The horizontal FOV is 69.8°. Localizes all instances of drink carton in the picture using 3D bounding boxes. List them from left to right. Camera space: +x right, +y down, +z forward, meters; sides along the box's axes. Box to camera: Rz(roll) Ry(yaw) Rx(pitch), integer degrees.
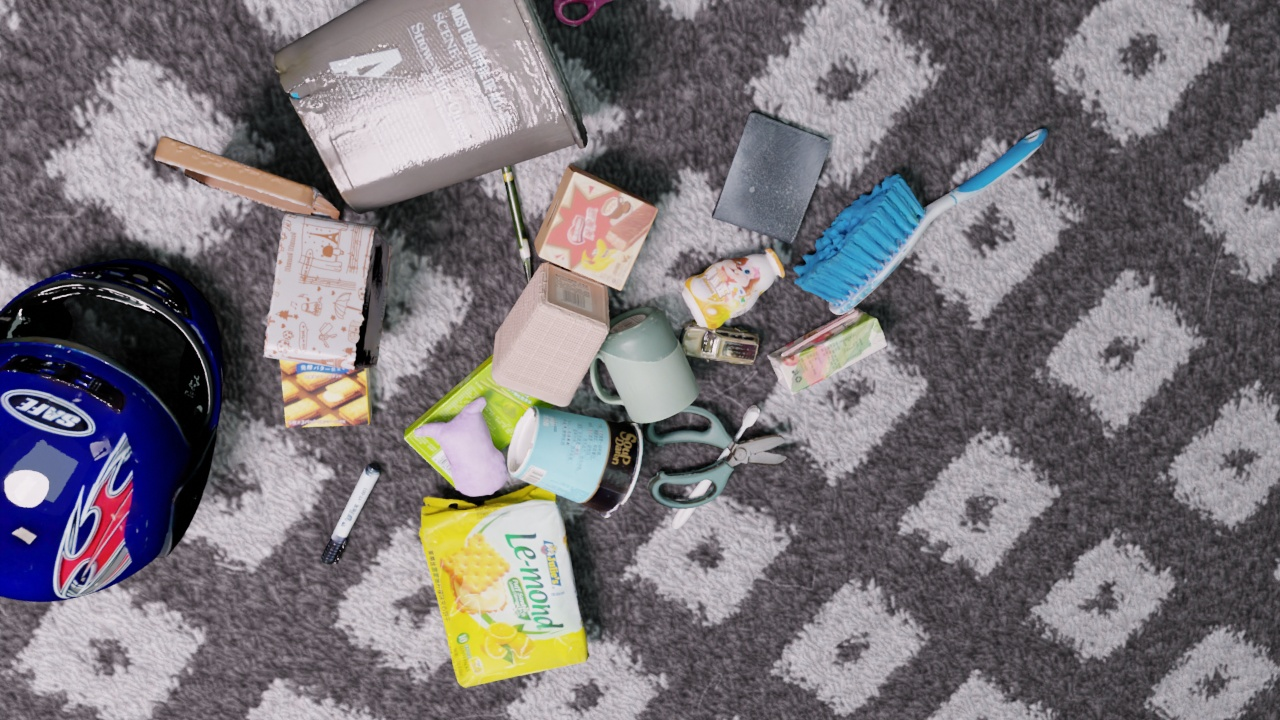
[{"bbox_3d":[0.210,-0.013,1.039,0.122,0.053,0.045,-28,109,0],"label":"drink carton"}]

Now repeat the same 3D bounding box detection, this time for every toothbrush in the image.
[{"bbox_3d":[-0.121,-0.125,0.972,0.017,0.012,0.186,-15,109,-11],"label":"toothbrush"},{"bbox_3d":[0.088,0.127,1.086,0.016,0.016,0.180,31,103,-7],"label":"toothbrush"}]

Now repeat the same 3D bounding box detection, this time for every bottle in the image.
[{"bbox_3d":[0.101,-0.081,0.995,0.108,0.063,0.063,-29,110,0],"label":"bottle"}]

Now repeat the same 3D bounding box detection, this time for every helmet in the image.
[{"bbox_3d":[-0.527,0.072,0.851,0.247,0.240,0.316,23,102,-17],"label":"helmet"}]

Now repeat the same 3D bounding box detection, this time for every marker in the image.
[{"bbox_3d":[-0.325,0.174,1.032,0.022,0.018,0.131,25,103,-24],"label":"marker"}]

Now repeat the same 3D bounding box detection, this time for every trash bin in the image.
[{"bbox_3d":[-0.183,-0.252,0.833,0.220,0.198,0.199,-22,110,4],"label":"trash bin"}]

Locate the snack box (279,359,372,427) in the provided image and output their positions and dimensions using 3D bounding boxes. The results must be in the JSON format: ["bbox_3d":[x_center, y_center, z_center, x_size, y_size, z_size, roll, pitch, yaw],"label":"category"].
[{"bbox_3d":[-0.332,0.001,0.968,0.087,0.033,0.140,-1,106,-10],"label":"snack box"}]

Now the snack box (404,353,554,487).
[{"bbox_3d":[-0.175,0.061,1.014,0.156,0.026,0.086,-41,109,5],"label":"snack box"}]

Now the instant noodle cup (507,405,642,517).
[{"bbox_3d":[-0.075,0.101,0.993,0.120,0.111,0.111,20,103,-21],"label":"instant noodle cup"}]

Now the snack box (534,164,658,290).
[{"bbox_3d":[-0.047,-0.137,0.945,0.094,0.077,0.093,22,103,-15],"label":"snack box"}]

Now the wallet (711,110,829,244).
[{"bbox_3d":[0.141,-0.196,0.989,0.097,0.019,0.121,17,103,-13],"label":"wallet"}]

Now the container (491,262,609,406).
[{"bbox_3d":[-0.089,-0.029,0.944,0.090,0.089,0.111,20,127,-20],"label":"container"}]

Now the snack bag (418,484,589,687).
[{"bbox_3d":[-0.155,0.256,1.058,0.158,0.068,0.247,-10,109,-5],"label":"snack bag"}]

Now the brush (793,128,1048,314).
[{"bbox_3d":[0.309,-0.170,1.009,0.109,0.060,0.314,41,95,-24],"label":"brush"}]

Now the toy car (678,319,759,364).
[{"bbox_3d":[0.088,-0.019,1.028,0.090,0.035,0.042,9,105,-9],"label":"toy car"}]

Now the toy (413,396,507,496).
[{"bbox_3d":[-0.185,0.102,0.990,0.084,0.039,0.108,-23,113,-2],"label":"toy"}]

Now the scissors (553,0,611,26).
[{"bbox_3d":[-0.022,-0.375,0.908,0.137,0.017,0.072,-13,99,-9],"label":"scissors"}]

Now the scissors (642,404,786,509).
[{"bbox_3d":[0.082,0.095,1.058,0.179,0.019,0.161,-20,103,7],"label":"scissors"}]

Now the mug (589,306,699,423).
[{"bbox_3d":[-0.006,0.006,1.001,0.112,0.082,0.106,-16,112,24],"label":"mug"}]

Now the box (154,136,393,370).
[{"bbox_3d":[-0.332,-0.081,0.842,0.217,0.180,0.157,19,89,-12],"label":"box"}]
